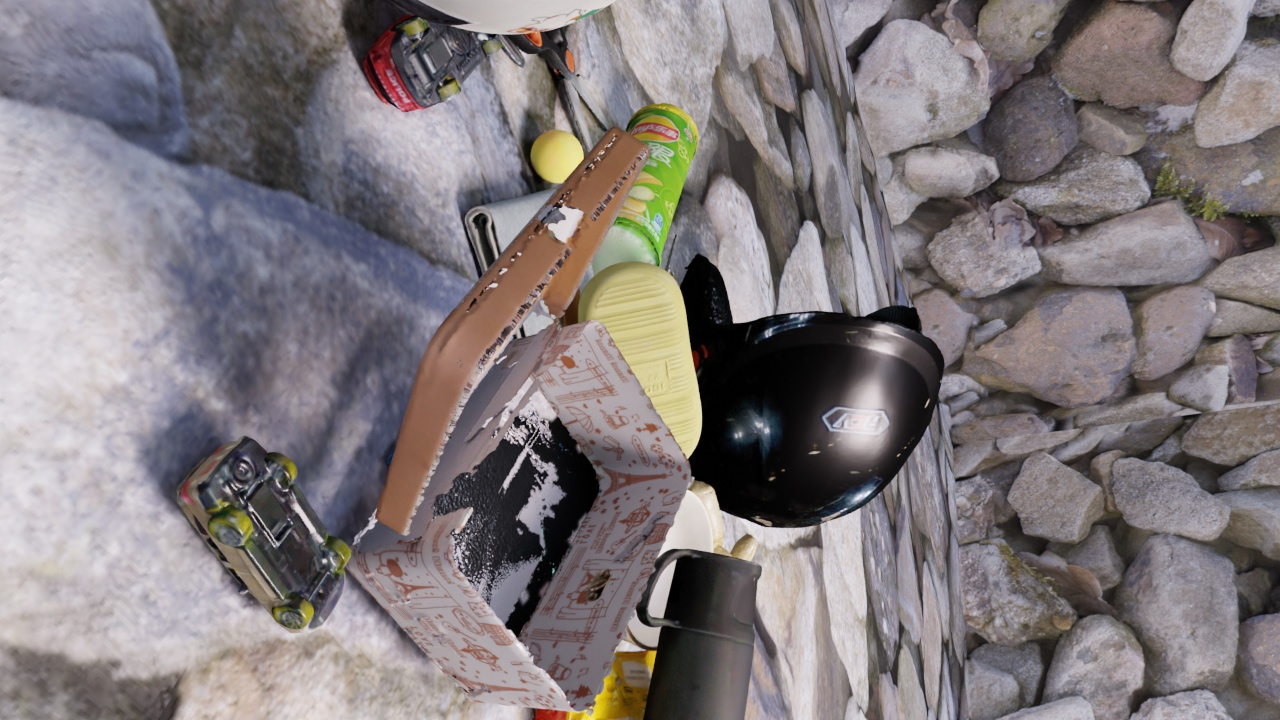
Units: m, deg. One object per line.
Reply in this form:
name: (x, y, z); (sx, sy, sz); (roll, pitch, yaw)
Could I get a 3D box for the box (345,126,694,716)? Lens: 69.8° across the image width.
box: (-0.056, 0.035, 0.457); (0.178, 0.130, 0.273); (-61, 156, -44)

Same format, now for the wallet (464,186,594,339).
wallet: (-0.068, -0.068, 0.661); (0.129, 0.037, 0.106); (-38, 115, -64)

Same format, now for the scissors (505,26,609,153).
scissors: (-0.076, -0.257, 0.742); (0.224, 0.022, 0.221); (-33, 112, -70)

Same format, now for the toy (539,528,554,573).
toy: (-0.060, 0.133, 0.604); (0.096, 0.030, 0.092); (-15, 92, -64)

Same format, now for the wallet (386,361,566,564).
wallet: (-0.091, 0.052, 0.559); (0.106, 0.040, 0.132); (62, 30, -27)

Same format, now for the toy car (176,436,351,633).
toy car: (-0.159, 0.077, 0.392); (0.090, 0.035, 0.042); (67, 28, -28)

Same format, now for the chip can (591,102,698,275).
chip can: (0.000, -0.145, 0.804); (0.220, 0.073, 0.072); (-73, 144, -47)

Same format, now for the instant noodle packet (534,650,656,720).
instant noodle packet: (-0.025, 0.247, 0.617); (0.128, 0.044, 0.110); (33, 58, -55)

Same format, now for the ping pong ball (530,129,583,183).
ping pong ball: (-0.064, -0.156, 0.701); (0.040, 0.040, 0.040); (-10, 90, -67)

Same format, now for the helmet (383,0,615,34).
helmet: (-0.107, -0.288, 0.496); (0.229, 0.157, 0.274); (-25, 94, -46)

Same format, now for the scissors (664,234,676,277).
scissors: (0.013, -0.037, 0.764); (0.166, 0.014, 0.163); (-95, -168, -73)

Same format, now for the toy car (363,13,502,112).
toy car: (-0.127, -0.196, 0.567); (0.053, 0.045, 0.120); (66, 32, -32)

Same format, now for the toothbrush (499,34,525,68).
toothbrush: (-0.126, -0.270, 0.641); (0.181, 0.018, 0.015); (48, 31, -53)

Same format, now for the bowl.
bowl: (-0.003, 0.143, 0.656); (0.113, 0.062, 0.113); (-10, 102, -53)

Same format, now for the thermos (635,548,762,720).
thermos: (0.021, 0.246, 0.592); (0.090, 0.069, 0.242); (19, 71, -26)

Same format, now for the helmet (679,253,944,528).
helmet: (0.135, 0.035, 0.813); (0.275, 0.233, 0.230); (168, -69, -74)

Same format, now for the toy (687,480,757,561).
toy: (0.051, 0.172, 0.784); (0.104, 0.066, 0.157); (-39, 128, -35)

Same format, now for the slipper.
slipper: (-0.004, 0.004, 0.690); (0.081, 0.091, 0.191); (-104, -171, -56)
